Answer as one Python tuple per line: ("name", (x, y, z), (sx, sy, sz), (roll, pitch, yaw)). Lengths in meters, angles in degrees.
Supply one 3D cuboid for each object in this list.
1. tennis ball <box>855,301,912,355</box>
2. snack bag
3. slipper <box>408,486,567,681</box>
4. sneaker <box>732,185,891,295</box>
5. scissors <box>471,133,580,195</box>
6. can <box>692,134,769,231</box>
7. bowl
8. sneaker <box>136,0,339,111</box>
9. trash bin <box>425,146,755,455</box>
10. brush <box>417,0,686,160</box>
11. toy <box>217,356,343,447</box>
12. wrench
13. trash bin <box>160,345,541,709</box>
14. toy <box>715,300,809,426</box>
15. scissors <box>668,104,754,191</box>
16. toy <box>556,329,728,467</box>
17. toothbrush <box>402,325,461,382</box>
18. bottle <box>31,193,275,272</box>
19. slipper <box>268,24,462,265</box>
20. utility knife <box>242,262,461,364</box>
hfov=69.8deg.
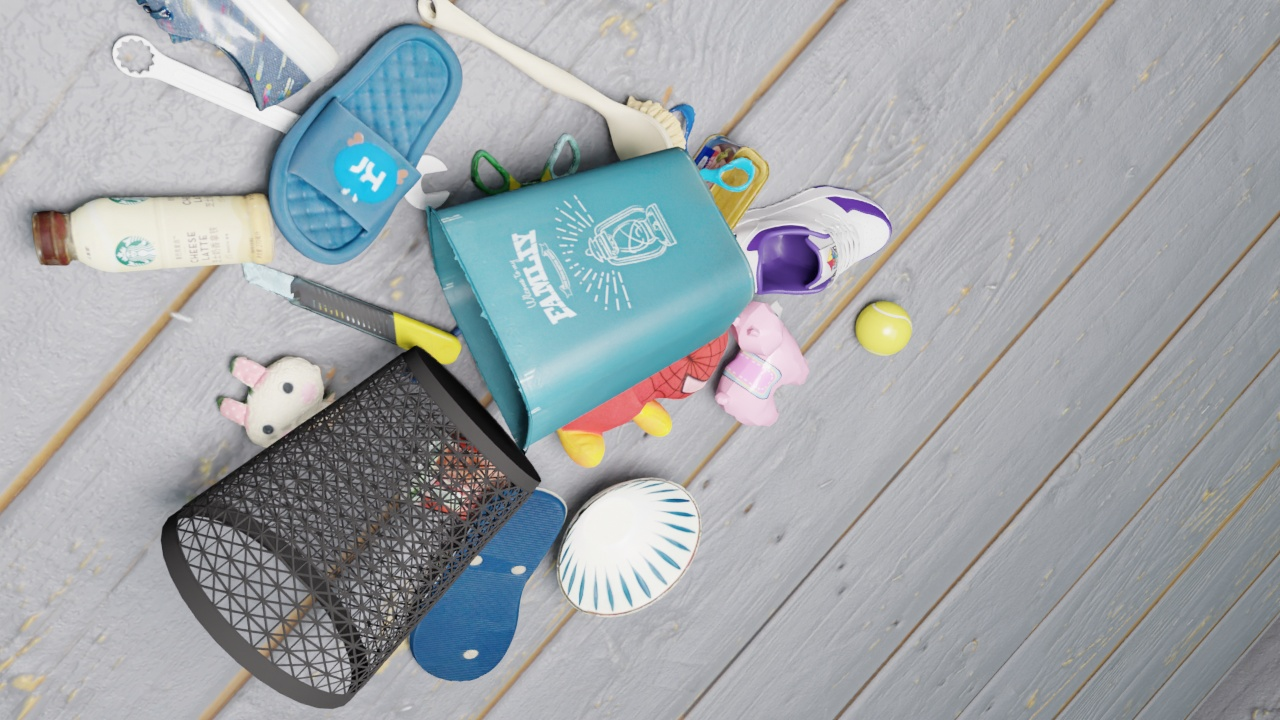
("tennis ball", (0.291, -0.038, 1.097), (0.065, 0.065, 0.065), (-12, 118, -24))
("snack bag", (-0.179, 0.120, 0.930), (0.115, 0.036, 0.077), (25, 99, -35))
("slipper", (-0.168, 0.229, 0.970), (0.118, 0.060, 0.296), (13, 121, -28))
("sneaker", (0.186, -0.122, 0.971), (0.243, 0.111, 0.092), (-14, 119, -23))
("scissors", (-0.100, -0.160, 0.855), (0.125, 0.011, 0.131), (39, 91, -35))
("can", (0.077, -0.173, 0.919), (0.054, 0.059, 0.100), (31, 95, -36))
("bowl", (-0.024, 0.195, 1.031), (0.177, 0.071, 0.177), (-12, 117, -24))
("sneaker", (-0.321, -0.269, 0.635), (0.079, 0.087, 0.235), (-48, 130, -3))
("trash bin", (-0.042, -0.060, 0.789), (0.218, 0.199, 0.196), (-25, 80, -15))
("brush", (-0.071, -0.243, 0.808), (0.272, 0.077, 0.062), (27, 134, -29))
("toy", (-0.314, 0.038, 0.813), (0.112, 0.050, 0.087), (27, 99, -30))
("wrench", (-0.277, -0.189, 0.744), (0.273, 0.009, 0.047), (20, 102, -34))
("trash bin", (-0.230, 0.128, 0.789), (0.243, 0.217, 0.217), (-42, 126, -4))
("toy", (0.127, 0.004, 1.005), (0.123, 0.067, 0.157), (-52, 146, -1))
("scissors", (0.046, -0.187, 0.886), (0.014, 0.128, 0.133), (3, 75, -68))
("toy", (-0.006, 0.005, 0.934), (0.216, 0.099, 0.147), (-35, 135, -9))
("toothbrush", (-0.150, -0.044, 0.881), (0.190, 0.016, 0.017), (-40, 133, -7))
("bottle", (-0.370, -0.098, 0.707), (0.161, 0.056, 0.057), (-7, 116, -26))
("slipper", (-0.218, -0.178, 0.738), (0.103, 0.059, 0.213), (35, 81, -33))
("utility knife", (-0.254, -0.043, 0.815), (0.203, 0.020, 0.029), (24, 95, -28))
